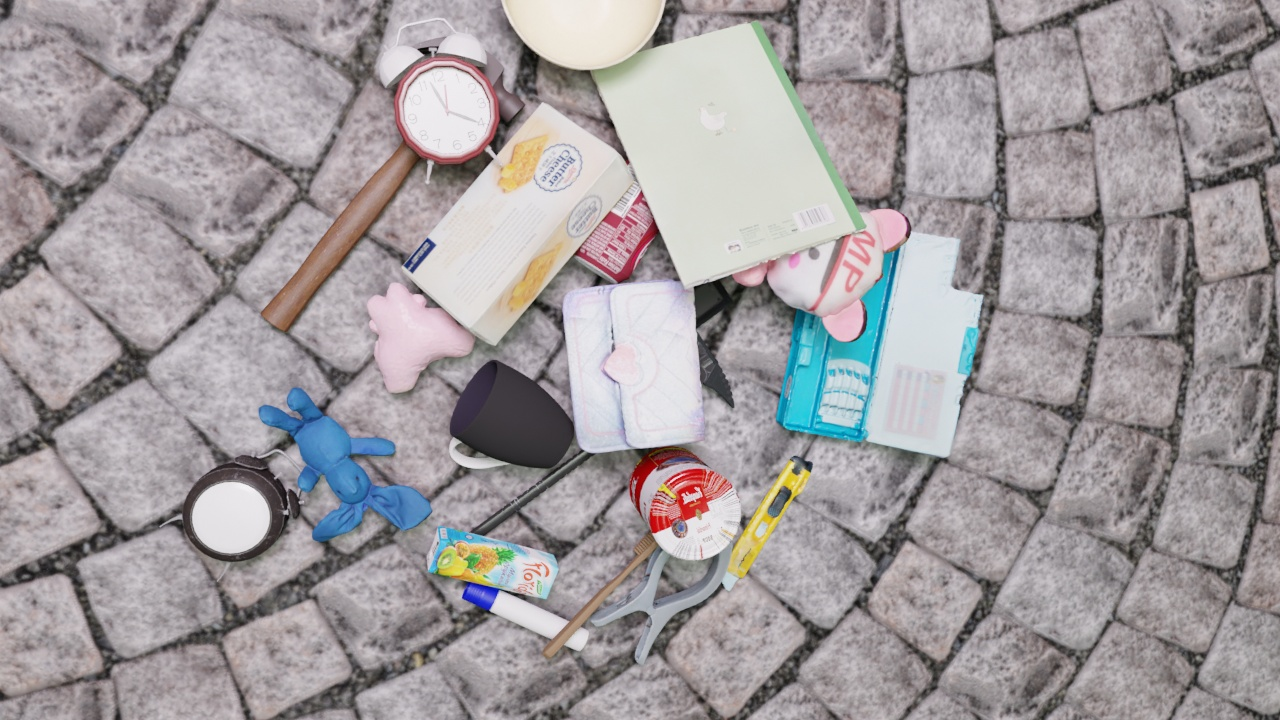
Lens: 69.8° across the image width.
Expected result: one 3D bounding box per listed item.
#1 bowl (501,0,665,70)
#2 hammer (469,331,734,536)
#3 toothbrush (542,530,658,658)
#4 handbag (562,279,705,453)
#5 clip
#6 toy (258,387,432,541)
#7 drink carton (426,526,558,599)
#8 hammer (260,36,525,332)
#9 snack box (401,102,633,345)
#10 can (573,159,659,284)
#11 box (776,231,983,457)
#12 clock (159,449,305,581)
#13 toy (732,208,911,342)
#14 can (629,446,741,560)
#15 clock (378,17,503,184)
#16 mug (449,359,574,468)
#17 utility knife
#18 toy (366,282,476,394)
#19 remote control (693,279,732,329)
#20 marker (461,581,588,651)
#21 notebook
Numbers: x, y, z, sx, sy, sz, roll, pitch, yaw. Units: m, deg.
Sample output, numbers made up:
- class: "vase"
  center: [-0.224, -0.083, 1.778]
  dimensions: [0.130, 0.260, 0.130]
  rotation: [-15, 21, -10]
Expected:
- class: "bowl"
  center: [-0.057, -0.339, 0.851]
  dimensions: [0.150, 0.075, 0.151]
  rotation: [-1, 96, -11]
- class: "hammer"
  center: [-0.051, 0.099, 0.927]
  dimensions: [0.325, 0.015, 0.095]
  rotation: [-36, 113, -2]
- class: "toothbrush"
  center: [-0.039, 0.237, 0.933]
  dimensions: [0.166, 0.016, 0.016]
  rotation: [-45, 98, -15]
- class: "handbag"
  center: [-0.005, 0.005, 0.876]
  dimensions: [0.126, 0.069, 0.158]
  rotation: [-5, 86, 0]
- class: "clip"
  center: [0.017, 0.225, 0.951]
  dimensions: [0.107, 0.028, 0.163]
  rotation: [41, 87, -10]
- class: "toy"
  center: [-0.290, 0.103, 0.861]
  dimensions: [0.112, 0.071, 0.176]
  rotation: [-36, 108, -5]
- class: "drink carton"
  center: [-0.144, 0.201, 0.905]
  dimensions: [0.128, 0.038, 0.044]
  rotation: [19, 100, -20]
- class: "hammer"
  center: [-0.244, -0.163, 0.860]
  dimensions: [0.115, 0.033, 0.323]
  rotation: [38, 89, -14]
- class: "snack box"
  center: [-0.112, -0.126, 0.849]
  dimensions: [0.104, 0.057, 0.208]
  rotation: [39, 88, 25]
- class: "can"
  center: [-0.013, -0.135, 0.887]
  dimensions: [0.063, 0.063, 0.114]
  rotation: [33, 89, -12]
- class: "box"
  center: [0.250, -0.026, 0.951]
  dimensions: [0.185, 0.056, 0.227]
  rotation: [11, 94, 0]
- class: "clock"
  center: [-0.375, 0.139, 0.860]
  dimensions: [0.122, 0.044, 0.091]
  rotation: [-42, 101, -4]
- class: "toy"
  center: [0.140, -0.119, 0.882]
  dimensions: [0.213, 0.084, 0.141]
  rotation: [25, 74, 6]
- class: "can"
  center: [0.041, 0.137, 0.899]
  dimensions: [0.086, 0.116, 0.086]
  rotation: [-1, 96, -10]
- class: "clock"
  center: [-0.177, -0.234, 0.821]
  dimensions: [0.096, 0.048, 0.138]
  rotation: [-16, 103, -10]
- class: "mug"
  center: [-0.129, 0.069, 0.887]
  dimensions: [0.100, 0.084, 0.119]
  rotation: [32, 120, -24]
- class: "utility knife"
  center: [0.132, 0.173, 0.973]
  dimensions: [0.030, 0.017, 0.163]
  rotation: [32, 93, -3]
- class: "toy"
  center: [-0.218, -0.027, 0.866]
  dimensions: [0.099, 0.052, 0.096]
  rotation: [-32, 108, 0]
- class: "remote control"
  center: [0.023, -0.034, 0.925]
  dimensions: [0.150, 0.022, 0.047]
  rotation: [-37, 101, -5]
- class: "marker"
  center: [-0.115, 0.256, 0.931]
  dimensions: [0.133, 0.023, 0.027]
  rotation: [28, 68, -12]
- class: "notebook"
  center: [0.079, -0.202, 0.861]
  dimensions: [0.181, 0.010, 0.252]
  rotation: [-19, 71, -9]
